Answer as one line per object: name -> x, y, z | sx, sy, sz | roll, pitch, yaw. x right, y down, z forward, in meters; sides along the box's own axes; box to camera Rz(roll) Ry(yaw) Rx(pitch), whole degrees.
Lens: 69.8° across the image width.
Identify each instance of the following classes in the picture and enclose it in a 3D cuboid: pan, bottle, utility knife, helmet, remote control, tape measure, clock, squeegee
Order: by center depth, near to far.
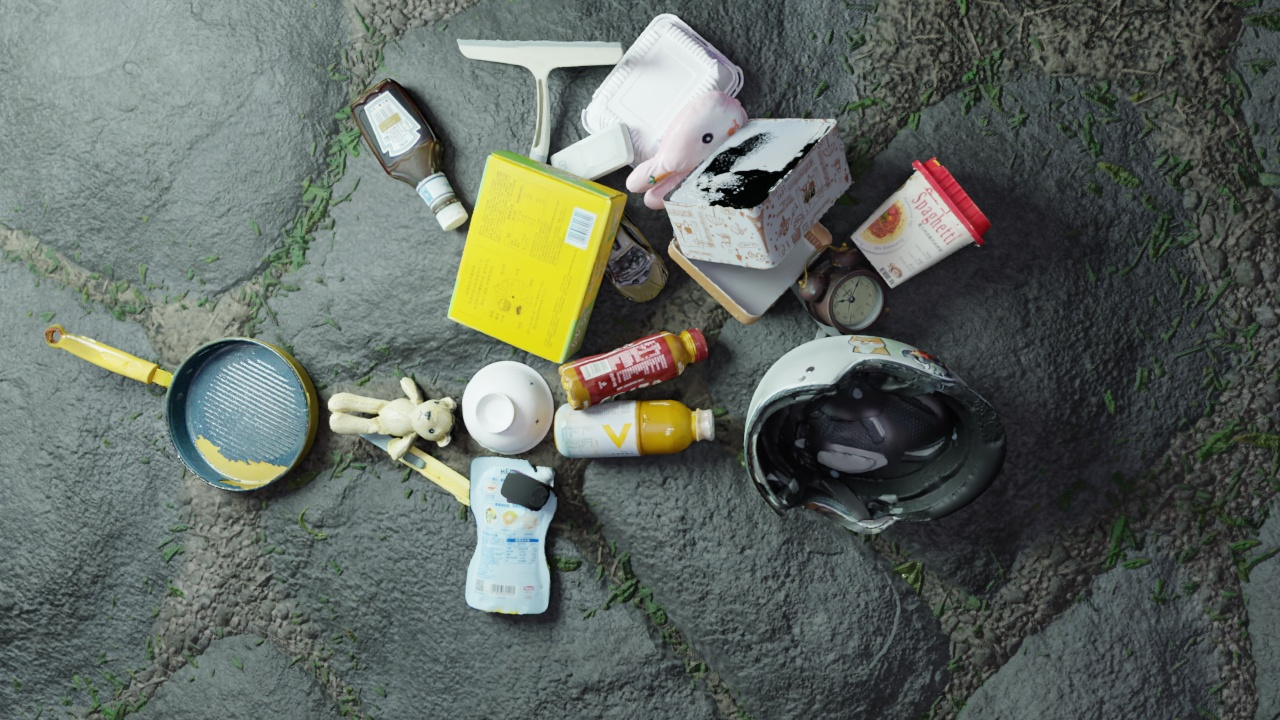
helmet -> 0.245, 0.064, 1.020 | 0.274, 0.156, 0.231 | 4, 126, -6
clock -> 0.227, -0.081, 1.041 | 0.082, 0.055, 0.122 | -42, 117, 1
bottle -> -0.006, 0.006, 1.089 | 0.174, 0.057, 0.057 | -19, 89, -10
remote control -> -0.059, -0.241, 1.091 | 0.125, 0.024, 0.049 | -15, 88, 45
tape measure -> -0.139, 0.158, 1.100 | 0.058, 0.057, 0.039 | 26, 82, -1
bottle -> -0.006, 0.081, 1.103 | 0.190, 0.068, 0.068 | -3, 92, 8
squeegee -> -0.126, -0.259, 1.117 | 0.247, 0.039, 0.247 | 13, 104, 31
bottle -> -0.280, -0.251, 1.140 | 0.080, 0.044, 0.195 | -33, 88, 8
utility knife -> -0.286, 0.128, 1.172 | 0.216, 0.022, 0.031 | 31, 90, 10
pan -> -0.586, 0.036, 1.173 | 0.357, 0.078, 0.198 | 25, 95, 6

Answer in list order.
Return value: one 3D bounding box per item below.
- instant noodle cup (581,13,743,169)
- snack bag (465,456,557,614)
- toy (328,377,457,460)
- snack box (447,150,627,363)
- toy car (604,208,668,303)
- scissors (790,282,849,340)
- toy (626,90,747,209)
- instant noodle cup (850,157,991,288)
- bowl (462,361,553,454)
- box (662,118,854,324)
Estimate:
instant noodle cup -> 0.023, -0.317, 1.090 | 0.138, 0.060, 0.173 | 40, 95, 5
snack bag -> -0.162, 0.217, 1.144 | 0.110, 0.039, 0.191 | 4, 90, 10
toy -> -0.310, 0.069, 1.144 | 0.157, 0.066, 0.105 | 4, 75, 0
snack box -> -0.123, -0.122, 1.082 | 0.158, 0.069, 0.210 | 22, 111, 9
toy car -> -0.028, -0.140, 1.113 | 0.070, 0.042, 0.158 | -39, 89, 8
scissors -> 0.218, -0.039, 1.099 | 0.159, 0.014, 0.179 | -43, 83, 5
toy -> 0.058, -0.240, 1.063 | 0.160, 0.121, 0.054 | -44, 61, 12
instant noodle cup -> 0.312, -0.151, 1.037 | 0.124, 0.116, 0.116 | -40, 87, 18
bowl -> -0.171, 0.060, 1.126 | 0.118, 0.064, 0.118 | 0, 91, 7
box -> 0.134, -0.148, 1.022 | 0.181, 0.152, 0.174 | -46, 129, -28
